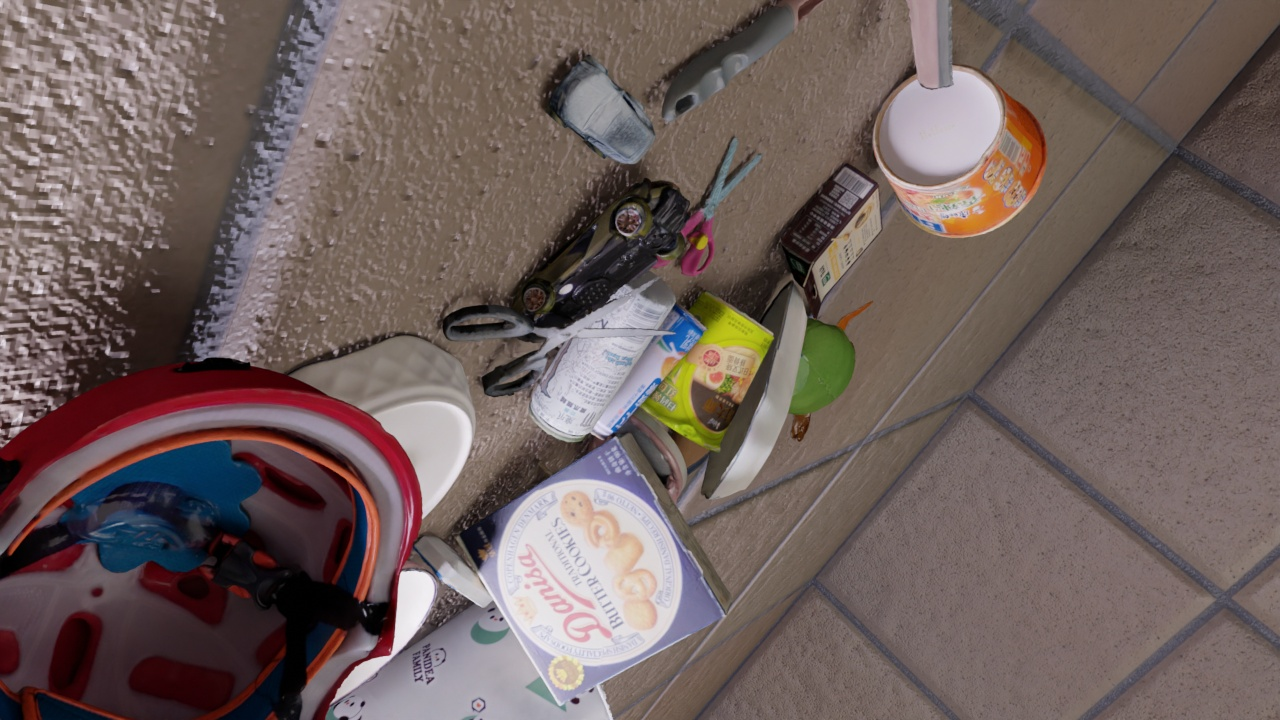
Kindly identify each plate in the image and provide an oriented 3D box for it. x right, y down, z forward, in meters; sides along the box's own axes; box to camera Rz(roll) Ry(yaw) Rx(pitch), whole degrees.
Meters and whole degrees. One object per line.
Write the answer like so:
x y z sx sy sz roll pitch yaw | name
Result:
0.120 0.030 0.915 0.264 0.034 0.162 -67 -177 -51 | plate
-0.193 0.076 0.611 0.204 0.045 0.205 -37 155 -21 | plate
-0.257 0.228 0.755 0.192 0.039 0.193 -37 156 -20 | plate

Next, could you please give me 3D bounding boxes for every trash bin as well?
-0.186 0.375 0.906 0.251 0.229 0.230 -25 149 -29 | trash bin

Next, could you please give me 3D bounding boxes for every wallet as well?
0.064 0.089 1.088 0.090 0.033 0.115 -29 151 -40 | wallet

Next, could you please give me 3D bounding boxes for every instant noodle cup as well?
0.060 0.004 0.861 0.123 0.112 0.111 -57 156 5 | instant noodle cup
0.297 -0.204 0.874 0.151 0.151 0.111 -53 149 15 | instant noodle cup

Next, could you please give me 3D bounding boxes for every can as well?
-0.005 0.005 0.802 0.134 0.053 0.053 -48 157 5 | can
-0.032 -0.006 0.732 0.058 0.058 0.147 -7 136 -56 | can

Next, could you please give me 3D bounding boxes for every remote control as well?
-0.168 0.193 0.838 0.024 0.049 0.125 -44 157 -14 | remote control

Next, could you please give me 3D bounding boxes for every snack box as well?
0.193 -0.118 0.935 0.125 0.053 0.113 -49 157 -1 | snack box
-0.042 0.186 0.819 0.183 0.178 0.045 -33 177 12 | snack box

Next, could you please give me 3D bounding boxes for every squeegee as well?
0.107 -0.235 0.624 0.249 0.040 0.248 -35 139 -11 | squeegee

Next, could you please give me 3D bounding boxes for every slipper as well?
-0.015 0.132 0.927 0.054 0.114 0.275 -40 163 -25 | slipper

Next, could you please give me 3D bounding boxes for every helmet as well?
-0.228 0.093 0.449 0.207 0.144 0.240 31 93 -44 | helmet

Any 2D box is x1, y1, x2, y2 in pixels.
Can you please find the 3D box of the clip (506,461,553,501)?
-0.086 0.131 0.898 0.070 0.034 0.100 -47 152 4 | clip

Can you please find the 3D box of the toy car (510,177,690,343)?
-0.031 -0.068 0.651 0.158 0.042 0.070 -39 157 13 | toy car

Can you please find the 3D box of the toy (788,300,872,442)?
0.204 0.010 1.124 0.227 0.090 0.246 -48 154 2 | toy

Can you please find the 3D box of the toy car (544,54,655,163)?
-0.022 -0.147 0.554 0.043 0.034 0.090 -47 156 10 | toy car

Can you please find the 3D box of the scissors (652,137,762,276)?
0.049 -0.120 0.744 0.118 0.017 0.134 -18 140 -41 | scissors

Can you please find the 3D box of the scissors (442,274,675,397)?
-0.056 -0.015 0.651 0.178 0.014 0.160 1 150 -26 | scissors
